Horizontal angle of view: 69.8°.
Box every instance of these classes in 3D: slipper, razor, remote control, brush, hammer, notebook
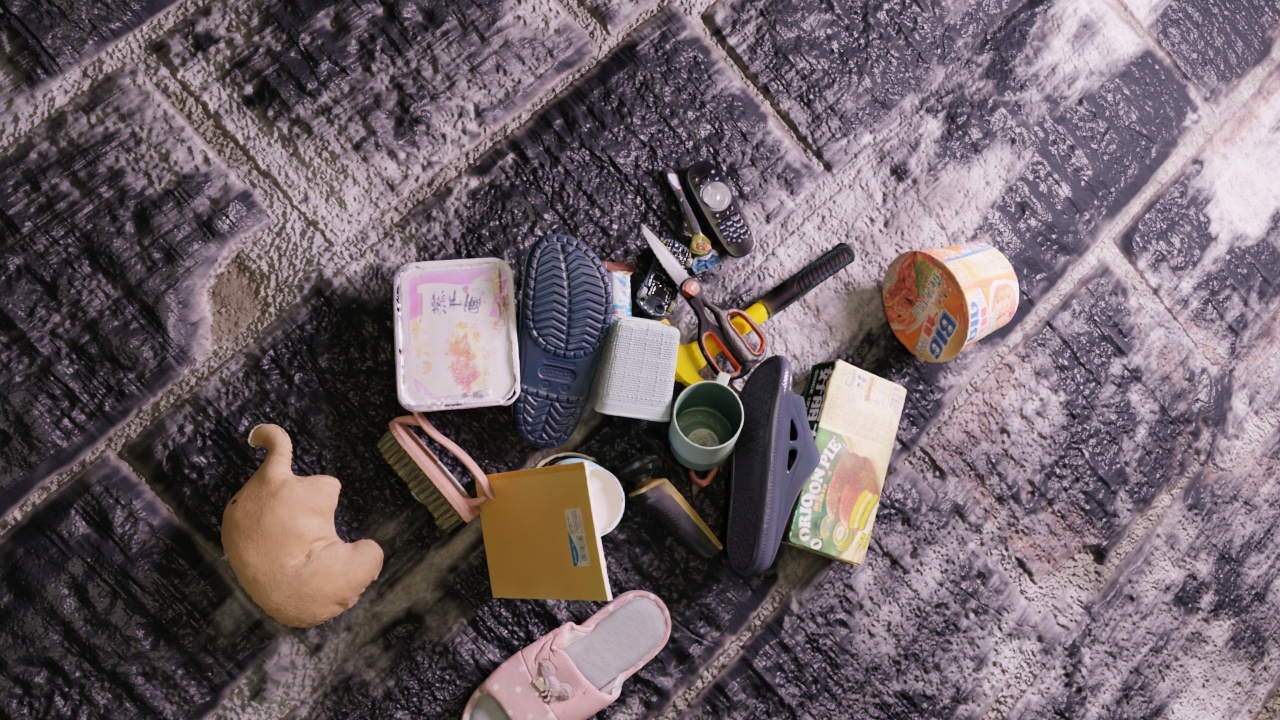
[{"bbox_3d":[0.164,0.129,1.117,0.083,0.111,0.268,8,87,-20],"label":"slipper"},{"bbox_3d":[-0.097,-0.022,1.086,0.105,0.095,0.253,6,100,-13],"label":"slipper"},{"bbox_3d":[0.063,-0.183,1.181,0.042,0.022,0.142,-22,90,-18],"label":"razor"},{"bbox_3d":[0.102,-0.194,1.191,0.053,0.024,0.136,-29,91,-14],"label":"remote control"},{"bbox_3d":[0.039,0.179,1.122,0.167,0.062,0.067,47,43,-11],"label":"razor"},{"bbox_3d":[-0.233,0.122,1.043,0.073,0.063,0.145,-40,88,1],"label":"brush"},{"bbox_3d":[0.158,-0.064,1.187,0.300,0.033,0.129,-34,94,-16],"label":"hammer"},{"bbox_3d":[-0.113,0.191,1.006,0.010,0.207,0.146,-6,84,-44],"label":"notebook"},{"bbox_3d":[-0.080,0.364,1.063,0.274,0.054,0.114,-30,92,-16],"label":"slipper"}]

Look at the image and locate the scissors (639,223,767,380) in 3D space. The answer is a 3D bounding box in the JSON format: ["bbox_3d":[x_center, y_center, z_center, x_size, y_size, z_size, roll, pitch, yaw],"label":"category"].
[{"bbox_3d":[0.060,-0.069,1.134,0.235,0.022,0.125,33,77,-9],"label":"scissors"}]

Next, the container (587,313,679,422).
[{"bbox_3d":[-0.006,0.006,1.092,0.090,0.090,0.111,8,96,-13],"label":"container"}]

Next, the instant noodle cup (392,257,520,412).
[{"bbox_3d":[-0.211,-0.026,1.059,0.138,0.060,0.173,-4,78,-5],"label":"instant noodle cup"}]

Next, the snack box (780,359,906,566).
[{"bbox_3d":[0.251,0.129,1.168,0.114,0.063,0.239,20,79,-18],"label":"snack box"}]

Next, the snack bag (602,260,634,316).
[{"bbox_3d":[-0.026,-0.072,1.142,0.048,0.026,0.104,3,83,-23],"label":"snack bag"}]

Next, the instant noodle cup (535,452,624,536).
[{"bbox_3d":[-0.070,0.159,1.055,0.111,0.121,0.111,2,83,-15],"label":"instant noodle cup"}]

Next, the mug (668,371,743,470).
[{"bbox_3d":[0.081,0.070,1.105,0.082,0.106,0.111,20,68,7],"label":"mug"}]

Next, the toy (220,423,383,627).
[{"bbox_3d":[-0.385,0.180,0.994,0.143,0.083,0.226,-32,90,-21],"label":"toy"}]

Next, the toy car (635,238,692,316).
[{"bbox_3d":[0.028,-0.102,1.156,0.049,0.031,0.105,25,72,-12],"label":"toy car"}]

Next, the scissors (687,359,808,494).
[{"bbox_3d":[0.151,0.100,1.176,0.196,0.015,0.214,-5,84,-15],"label":"scissors"}]

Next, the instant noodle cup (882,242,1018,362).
[{"bbox_3d":[0.410,-0.084,1.204,0.111,0.152,0.151,-19,89,-24],"label":"instant noodle cup"}]
